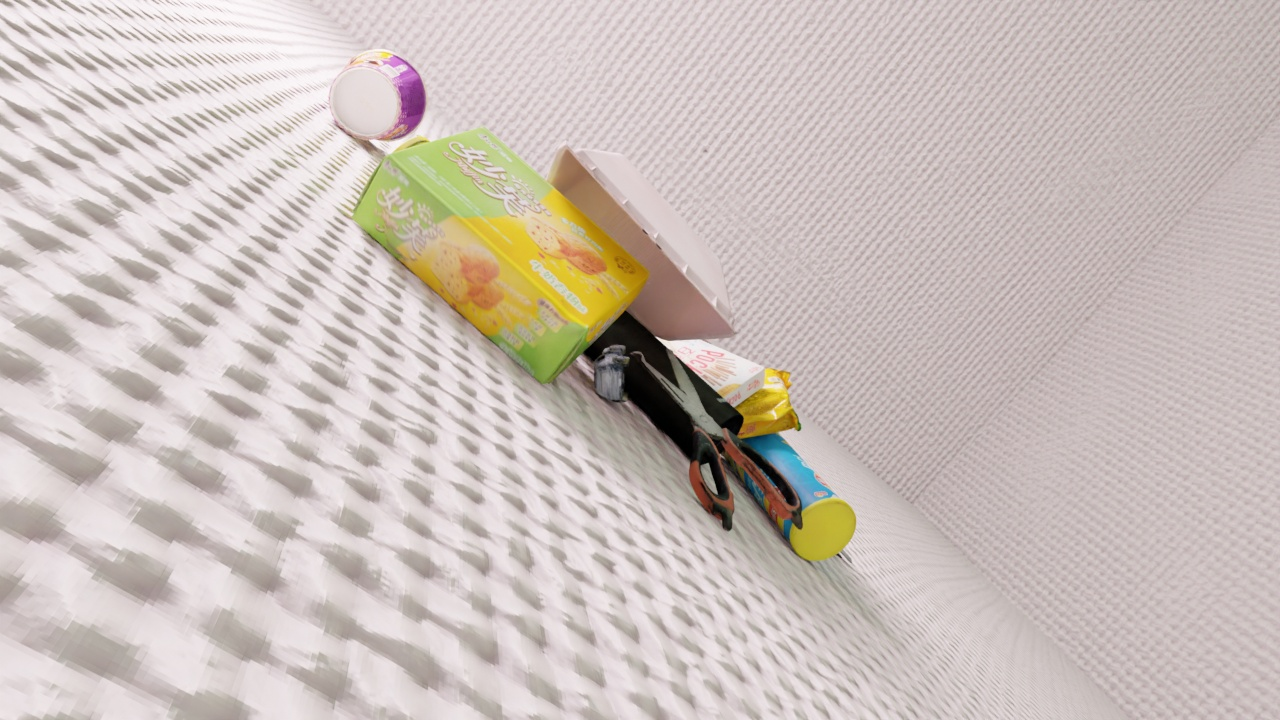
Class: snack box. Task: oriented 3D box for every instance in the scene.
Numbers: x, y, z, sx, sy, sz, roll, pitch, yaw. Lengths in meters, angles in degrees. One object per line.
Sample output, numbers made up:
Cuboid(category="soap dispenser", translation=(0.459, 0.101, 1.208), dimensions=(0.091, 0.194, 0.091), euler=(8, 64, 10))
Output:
Cuboid(category="snack box", translation=(0.053, 0.008, 1.033), dimensions=(0.157, 0.027, 0.084), euler=(24, 41, 35))
Cuboid(category="snack box", translation=(-0.109, -0.095, 0.773), dimensions=(0.210, 0.070, 0.157), euler=(42, 30, 0))

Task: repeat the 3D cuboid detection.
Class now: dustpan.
Cuboid(category="dustpan", translation=(-0.021, -0.092, 0.904), dimensions=(0.222, 0.139, 0.273), euler=(48, 17, -6))

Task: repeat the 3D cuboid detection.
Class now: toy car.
Cuboid(category="toy car", translation=(-0.028, 0.012, 0.882), dimensions=(0.034, 0.043, 0.090), euler=(-2, 13, -3))

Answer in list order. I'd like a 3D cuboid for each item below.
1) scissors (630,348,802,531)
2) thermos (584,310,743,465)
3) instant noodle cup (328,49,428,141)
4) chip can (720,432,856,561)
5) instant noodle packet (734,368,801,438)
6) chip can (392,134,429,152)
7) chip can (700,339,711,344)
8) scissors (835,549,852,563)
Cuboid(category="scissors", translation=(0.069, 0.075, 0.847), dimensions=(0.189, 0.015, 0.226), euler=(28, 33, -21))
Cuboid(category="thermos", translation=(-0.006, 0.006, 0.961), dimensions=(0.242, 0.068, 0.089), euler=(42, 17, 24))
Cuboid(category="instant noodle cup", translation=(-0.320, -0.313, 1.103), dimensions=(0.111, 0.112, 0.099), euler=(39, 16, -15))
Cuboid(category="chip can", translation=(0.151, 0.128, 0.996), dimensions=(0.071, 0.071, 0.210), euler=(37, 8, -29))
Cuboid(category="instant noodle packet", translation=(0.112, 0.052, 1.033), dimensions=(0.110, 0.128, 0.044), euler=(-91, 171, -61))
Cuboid(category="chip can", translation=(-0.156, -0.123, 0.896), dimensions=(0.221, 0.072, 0.072), euler=(41, 7, 6))
Cuboid(category="chip can", translation=(0.008, -0.041, 1.194), dimensions=(0.071, 0.071, 0.215), euler=(34, 4, -44))
Cuboid(category="scissors", translation=(0.199, 0.181, 1.139), dimensions=(0.170, 0.019, 0.181), euler=(46, 6, 6))
